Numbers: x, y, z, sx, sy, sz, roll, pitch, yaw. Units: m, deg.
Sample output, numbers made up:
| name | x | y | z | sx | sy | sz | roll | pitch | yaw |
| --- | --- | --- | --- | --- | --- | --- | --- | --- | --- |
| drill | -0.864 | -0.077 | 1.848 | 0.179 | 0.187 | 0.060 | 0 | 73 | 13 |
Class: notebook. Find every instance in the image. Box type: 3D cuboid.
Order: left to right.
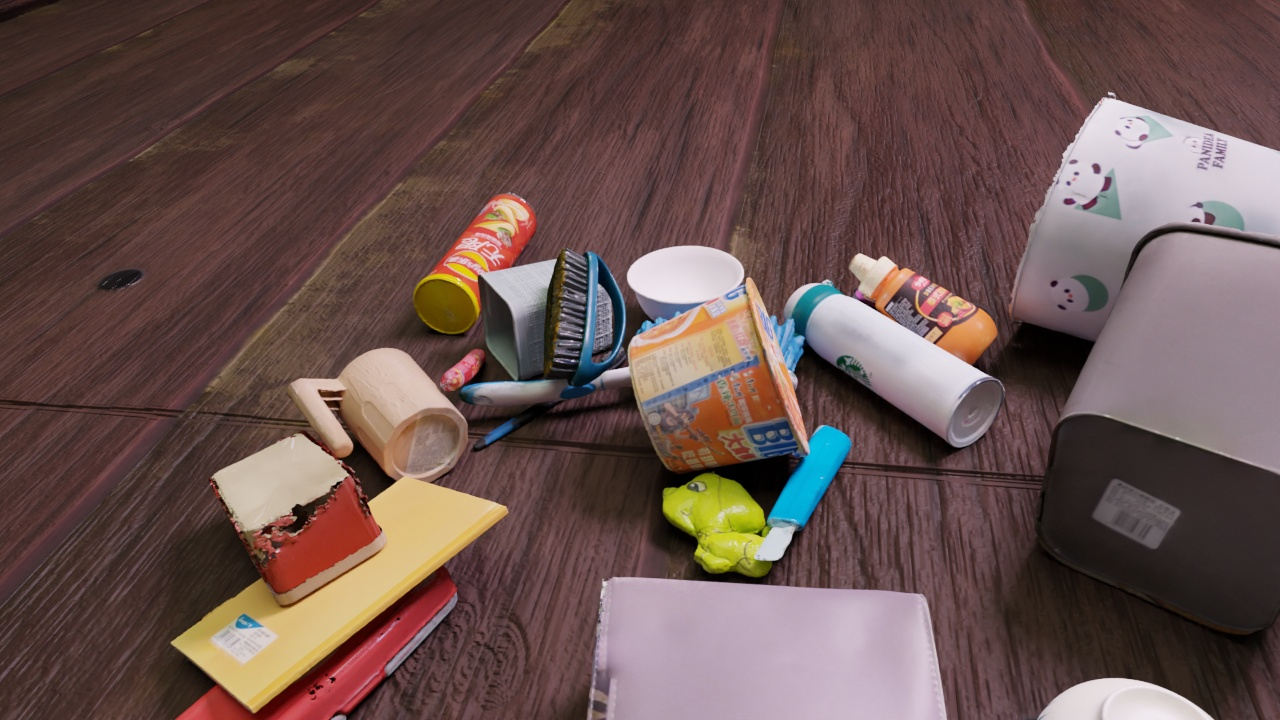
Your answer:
| name | x | y | z | sx | sy | sz | roll | pitch | yaw |
| --- | --- | --- | --- | --- | --- | --- | --- | --- | --- |
| notebook | -0.210 | 0.151 | 0.646 | 0.146 | 0.010 | 0.205 | 4 | 32 | 46 |

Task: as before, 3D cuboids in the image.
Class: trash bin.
| name | x | y | z | sx | sy | sz | roll | pitch | yaw |
| --- | --- | --- | --- | --- | --- | --- | --- | --- | --- |
| trash bin | 0.501 | -0.093 | 0.819 | 0.252 | 0.230 | 0.228 | 26 | 45 | 28 |
| trash bin | 0.403 | 0.047 | 0.652 | 0.199 | 0.199 | 0.219 | 23 | 50 | 36 |

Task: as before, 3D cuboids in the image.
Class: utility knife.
| name | x | y | z | sx | sy | sz | roll | pitch | yaw |
| --- | --- | --- | --- | --- | --- | --- | --- | --- | --- |
| utility knife | 0.128 | 0.103 | 0.723 | 0.034 | 0.018 | 0.185 | 17 | 32 | 21 |

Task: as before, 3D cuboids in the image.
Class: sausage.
| name | x | y | z | sx | sy | sz | roll | pitch | yaw |
| --- | --- | --- | --- | --- | --- | --- | --- | --- | --- |
| sausage | -0.165 | 0.009 | 0.864 | 0.020 | 0.020 | 0.155 | -3 | 10 | 1 |

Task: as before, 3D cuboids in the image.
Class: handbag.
| name | x | y | z | sx | sy | sz | roll | pitch | yaw |
| --- | --- | --- | --- | --- | --- | --- | --- | --- | --- |
| handbag | 0.070 | 0.207 | 0.526 | 0.197 | 0.099 | 0.144 | 1 | 33 | 6 |

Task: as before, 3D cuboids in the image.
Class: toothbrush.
| name | x | y | z | sx | sy | sz | roll | pitch | yaw |
| --- | --- | --- | --- | --- | --- | --- | --- | --- | --- |
| toothbrush | -0.082 | 0.034 | 0.867 | 0.189 | 0.016 | 0.014 | -32 | 47 | -33 |

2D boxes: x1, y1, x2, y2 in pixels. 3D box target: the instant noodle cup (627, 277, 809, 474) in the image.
| name | x | y | z | sx | sy | sz | roll | pitch | yaw |
| --- | --- | --- | --- | --- | --- | --- | --- | --- | --- |
| instant noodle cup | 0.062 | 0.021 | 0.753 | 0.111 | 0.151 | 0.151 | -18 | 33 | 12 |

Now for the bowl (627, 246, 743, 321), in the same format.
| name | x | y | z | sx | sy | sz | roll | pitch | yaw |
| --- | --- | --- | --- | --- | --- | --- | --- | --- | --- |
| bowl | 0.047 | -0.063 | 0.949 | 0.118 | 0.065 | 0.118 | -3 | 34 | 2 |

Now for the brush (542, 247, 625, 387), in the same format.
| name | x | y | z | sx | sy | sz | roll | pitch | yaw |
| --- | --- | --- | --- | --- | --- | --- | --- | --- | --- |
| brush | -0.049 | -0.038 | 0.832 | 0.073 | 0.055 | 0.143 | 13 | 53 | -15 |

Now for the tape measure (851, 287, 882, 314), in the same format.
| name | x | y | z | sx | sy | sz | roll | pitch | yaw |
| --- | --- | --- | --- | --- | --- | --- | --- | --- | --- |
| tape measure | 0.239 | -0.047 | 0.928 | 0.057 | 0.039 | 0.057 | 10 | 30 | 8 |

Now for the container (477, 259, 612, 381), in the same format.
| name | x | y | z | sx | sy | sz | roll | pitch | yaw |
| --- | --- | --- | --- | --- | --- | --- | --- | --- | --- |
| container | -0.093 | -0.048 | 0.924 | 0.111 | 0.090 | 0.090 | -19 | 37 | -25 |

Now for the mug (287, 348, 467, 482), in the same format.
| name | x | y | z | sx | sy | sz | roll | pitch | yaw |
| --- | --- | --- | --- | --- | --- | --- | --- | --- | --- |
| mug | -0.224 | 0.048 | 0.787 | 0.124 | 0.084 | 0.103 | 2 | 25 | -43 |

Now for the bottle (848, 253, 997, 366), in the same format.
| name | x | y | z | sx | sy | sz | roll | pitch | yaw |
| --- | --- | --- | --- | --- | --- | --- | --- | --- | --- |
| bottle | 0.261 | -0.052 | 0.870 | 0.149 | 0.067 | 0.066 | 40 | 50 | 15 |

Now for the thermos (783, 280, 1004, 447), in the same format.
| name | x | y | z | sx | sy | sz | roll | pitch | yaw |
| --- | --- | --- | --- | --- | --- | --- | --- | --- | --- |
| thermos | 0.219 | -0.004 | 0.845 | 0.073 | 0.073 | 0.224 | -22 | 38 | -24 |

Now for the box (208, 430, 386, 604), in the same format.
| name | x | y | z | sx | sy | sz | roll | pitch | yaw |
| --- | --- | --- | --- | --- | --- | --- | --- | --- | --- |
| box | -0.265 | 0.104 | 0.685 | 0.091 | 0.077 | 0.168 | -30 | 23 | -26 |

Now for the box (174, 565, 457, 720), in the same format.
| name | x | y | z | sx | sy | sz | roll | pitch | yaw |
| --- | --- | --- | --- | --- | --- | --- | --- | --- | --- |
| box | -0.216 | 0.204 | 0.620 | 0.087 | 0.047 | 0.200 | 15 | 38 | 30 |

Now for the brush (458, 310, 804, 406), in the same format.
| name | x | y | z | sx | sy | sz | roll | pitch | yaw |
| --- | --- | --- | --- | --- | --- | --- | --- | --- | --- |
| brush | -0.005 | 0.005 | 0.857 | 0.315 | 0.061 | 0.109 | 3 | 47 | 6 |

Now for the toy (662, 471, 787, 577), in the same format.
| name | x | y | z | sx | sy | sz | roll | pitch | yaw |
| --- | --- | --- | --- | --- | --- | --- | --- | --- | --- |
| toy | 0.064 | 0.125 | 0.704 | 0.097 | 0.031 | 0.100 | 5 | 37 | 0 |

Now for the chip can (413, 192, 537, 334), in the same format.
| name | x | y | z | sx | sy | sz | roll | pitch | yaw |
| --- | --- | --- | --- | --- | --- | --- | --- | --- | --- |
| chip can | -0.181 | -0.115 | 1.045 | 0.073 | 0.073 | 0.216 | 5 | 35 | 13 |

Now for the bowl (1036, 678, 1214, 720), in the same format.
| name | x | y | z | sx | sy | sz | roll | pitch | yaw |
| --- | --- | --- | --- | --- | --- | --- | --- | --- | --- |
| bowl | 0.278 | 0.223 | 0.507 | 0.116 | 0.066 | 0.116 | -3 | 35 | 2 |
